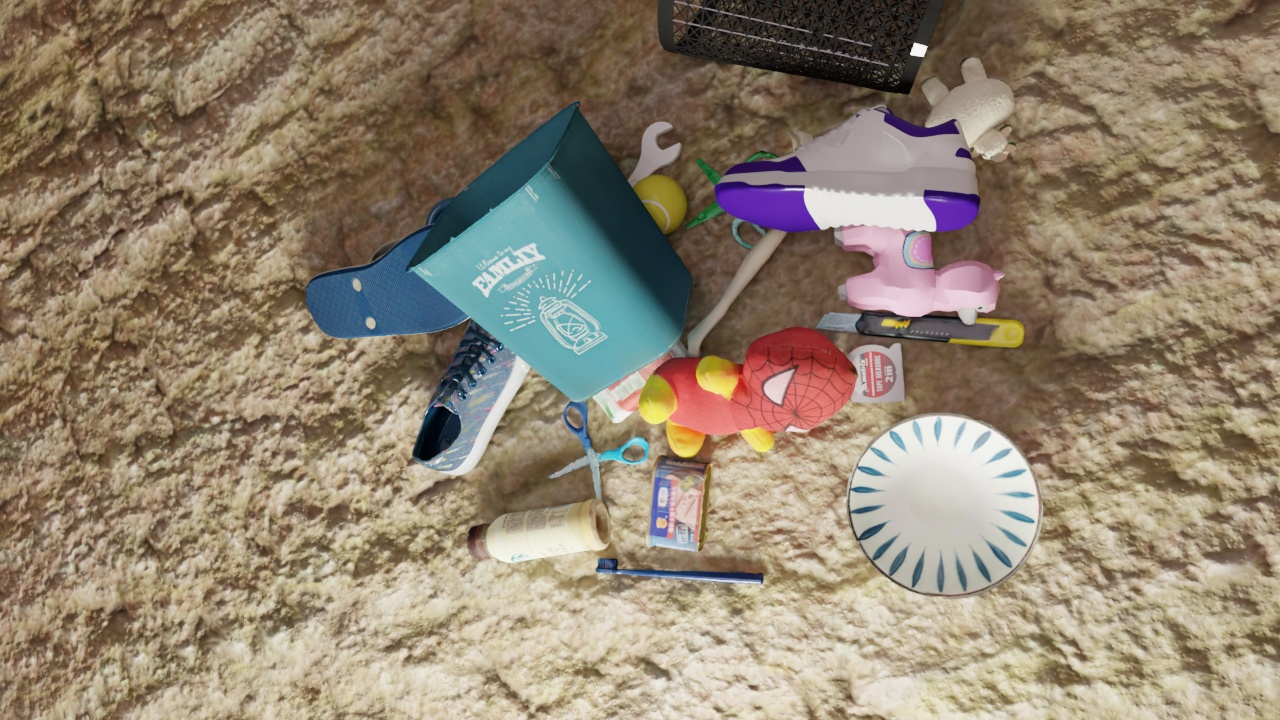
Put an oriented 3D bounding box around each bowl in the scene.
[{"bbox_3d":[0.295,0.138,0.901,0.177,0.070,0.177,0,89,18],"label":"bowl"}]

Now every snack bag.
[{"bbox_3d":[-0.006,0.006,1.015,0.116,0.036,0.077,-40,78,14],"label":"snack bag"}]

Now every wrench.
[{"bbox_3d":[-0.041,-0.150,1.041,0.047,0.009,0.274,38,100,14],"label":"wrench"}]

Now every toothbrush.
[{"bbox_3d":[0.040,0.232,1.010,0.190,0.016,0.017,0,83,18],"label":"toothbrush"}]

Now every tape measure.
[{"bbox_3d":[0.242,0.014,0.945,0.062,0.020,0.060,-5,88,18],"label":"tape measure"}]

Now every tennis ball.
[{"bbox_3d":[0.018,-0.168,0.993,0.065,0.065,0.065,0,90,17],"label":"tennis ball"}]

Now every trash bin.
[{"bbox_3d":[-0.075,-0.098,0.920,0.197,0.198,0.218,-30,116,28],"label":"trash bin"},{"bbox_3d":[0.170,-0.372,0.881,0.243,0.216,0.217,21,96,10],"label":"trash bin"}]

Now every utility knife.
[{"bbox_3d":[0.281,-0.033,0.935,0.203,0.020,0.029,4,89,19],"label":"utility knife"}]

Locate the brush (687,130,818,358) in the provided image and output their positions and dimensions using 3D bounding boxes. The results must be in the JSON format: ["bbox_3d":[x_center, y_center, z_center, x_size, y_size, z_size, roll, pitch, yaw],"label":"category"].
[{"bbox_3d":[0.125,-0.118,0.959,0.077,0.062,0.272,32,99,9],"label":"brush"}]

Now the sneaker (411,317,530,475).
[{"bbox_3d":[-0.192,0.026,1.049,0.087,0.079,0.235,26,98,22],"label":"sneaker"}]

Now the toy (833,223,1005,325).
[{"bbox_3d":[0.275,-0.095,0.913,0.158,0.067,0.123,-3,87,13],"label":"toy"}]

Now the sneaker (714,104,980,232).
[{"bbox_3d":[0.195,-0.189,0.872,0.244,0.092,0.111,4,74,14],"label":"sneaker"}]

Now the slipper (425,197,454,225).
[{"bbox_3d":[-0.159,-0.143,1.053,0.214,0.059,0.104,6,92,21],"label":"slipper"}]

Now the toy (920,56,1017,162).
[{"bbox_3d":[0.326,-0.241,0.904,0.087,0.050,0.112,-33,84,15],"label":"toy"}]

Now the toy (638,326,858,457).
[{"bbox_3d":[0.113,0.029,0.936,0.217,0.147,0.098,-16,59,19],"label":"toy"}]

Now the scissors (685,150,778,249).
[{"bbox_3d":[0.104,-0.174,0.995,0.126,0.011,0.131,-32,81,14],"label":"scissors"}]

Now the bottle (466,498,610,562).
[{"bbox_3d":[-0.117,0.196,1.039,0.162,0.056,0.056,-12,86,17],"label":"bottle"}]

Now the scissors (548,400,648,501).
[{"bbox_3d":[-0.054,0.102,1.044,0.128,0.014,0.133,-29,85,20],"label":"scissors"}]

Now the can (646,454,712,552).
[{"bbox_3d":[0.043,0.155,0.991,0.059,0.054,0.100,7,92,15],"label":"can"}]

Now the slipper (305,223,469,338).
[{"bbox_3d":[-0.279,-0.088,1.086,0.296,0.060,0.118,-11,103,31],"label":"slipper"}]
